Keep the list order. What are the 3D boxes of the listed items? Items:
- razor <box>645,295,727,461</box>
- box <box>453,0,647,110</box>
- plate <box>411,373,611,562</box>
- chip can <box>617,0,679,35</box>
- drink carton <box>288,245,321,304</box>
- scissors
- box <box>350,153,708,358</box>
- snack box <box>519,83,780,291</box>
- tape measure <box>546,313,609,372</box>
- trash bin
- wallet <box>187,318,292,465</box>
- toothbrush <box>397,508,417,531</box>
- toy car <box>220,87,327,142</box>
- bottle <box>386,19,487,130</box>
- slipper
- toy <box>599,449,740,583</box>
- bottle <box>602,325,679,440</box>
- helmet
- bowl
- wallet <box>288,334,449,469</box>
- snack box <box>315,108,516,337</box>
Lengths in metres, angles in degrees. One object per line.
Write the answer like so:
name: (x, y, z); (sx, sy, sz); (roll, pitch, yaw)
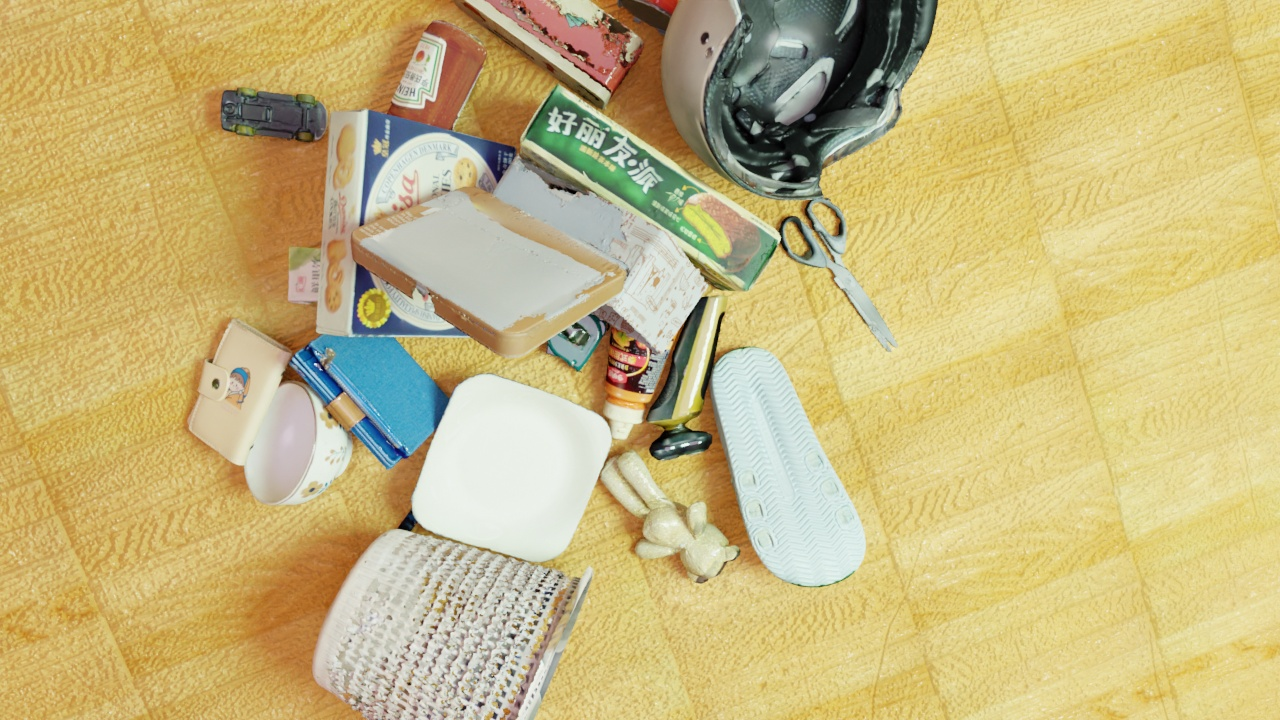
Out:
razor: (0.051, 0.017, 0.875); (0.068, 0.062, 0.167); (17, 95, 16)
box: (-0.079, -0.309, 0.823); (0.168, 0.091, 0.079); (33, 95, -8)
plate: (-0.124, 0.102, 0.881); (0.163, 0.034, 0.164); (22, 95, -18)
chip can: (0.054, -0.411, 0.837); (0.073, 0.073, 0.216); (24, 92, -8)
drink carton: (-0.260, -0.078, 0.851); (0.122, 0.045, 0.053); (0, 92, -7)
scissors: (0.197, -0.076, 0.919); (0.135, 0.014, 0.175); (-3, 99, -7)
box: (-0.075, -0.084, 0.746); (0.179, 0.273, 0.126); (31, 110, 26)
snack box: (0.005, -0.150, 0.837); (0.240, 0.114, 0.063); (32, 91, -8)
tape measure: (-0.064, -0.024, 0.888); (0.054, 0.025, 0.058); (33, 91, -9)
trash bin: (-0.172, 0.256, 0.825); (0.192, 0.227, 0.227); (23, 93, 5)
wallet: (-0.374, 0.026, 0.846); (0.087, 0.024, 0.115); (27, 97, 24)
toothbrush: (-0.226, 0.157, 0.895); (0.014, 0.016, 0.189); (36, 92, -1)
toy car: (-0.331, -0.222, 0.835); (0.090, 0.035, 0.042); (3, 97, -12)
bottle: (-0.208, -0.206, 0.837); (0.060, 0.060, 0.206); (27, 94, -8)
slipper: (0.134, 0.105, 0.902); (0.104, 0.074, 0.245); (-20, 82, -2)
toy: (0.026, 0.152, 0.903); (0.157, 0.066, 0.105); (46, 122, -4)
bottle: (-0.005, 0.005, 0.883); (0.066, 0.066, 0.149); (12, 101, -7)
helmet: (0.121, -0.280, 0.809); (0.273, 0.157, 0.230); (-53, 134, -10)
bowl: (-0.307, 0.078, 0.845); (0.062, 0.113, 0.113); (17, 95, -49)
wallet: (-0.242, 0.023, 0.842); (0.040, 0.106, 0.133); (-35, 100, 33)
snack box: (-0.189, -0.109, 0.797); (0.046, 0.182, 0.178); (10, 97, 33)
